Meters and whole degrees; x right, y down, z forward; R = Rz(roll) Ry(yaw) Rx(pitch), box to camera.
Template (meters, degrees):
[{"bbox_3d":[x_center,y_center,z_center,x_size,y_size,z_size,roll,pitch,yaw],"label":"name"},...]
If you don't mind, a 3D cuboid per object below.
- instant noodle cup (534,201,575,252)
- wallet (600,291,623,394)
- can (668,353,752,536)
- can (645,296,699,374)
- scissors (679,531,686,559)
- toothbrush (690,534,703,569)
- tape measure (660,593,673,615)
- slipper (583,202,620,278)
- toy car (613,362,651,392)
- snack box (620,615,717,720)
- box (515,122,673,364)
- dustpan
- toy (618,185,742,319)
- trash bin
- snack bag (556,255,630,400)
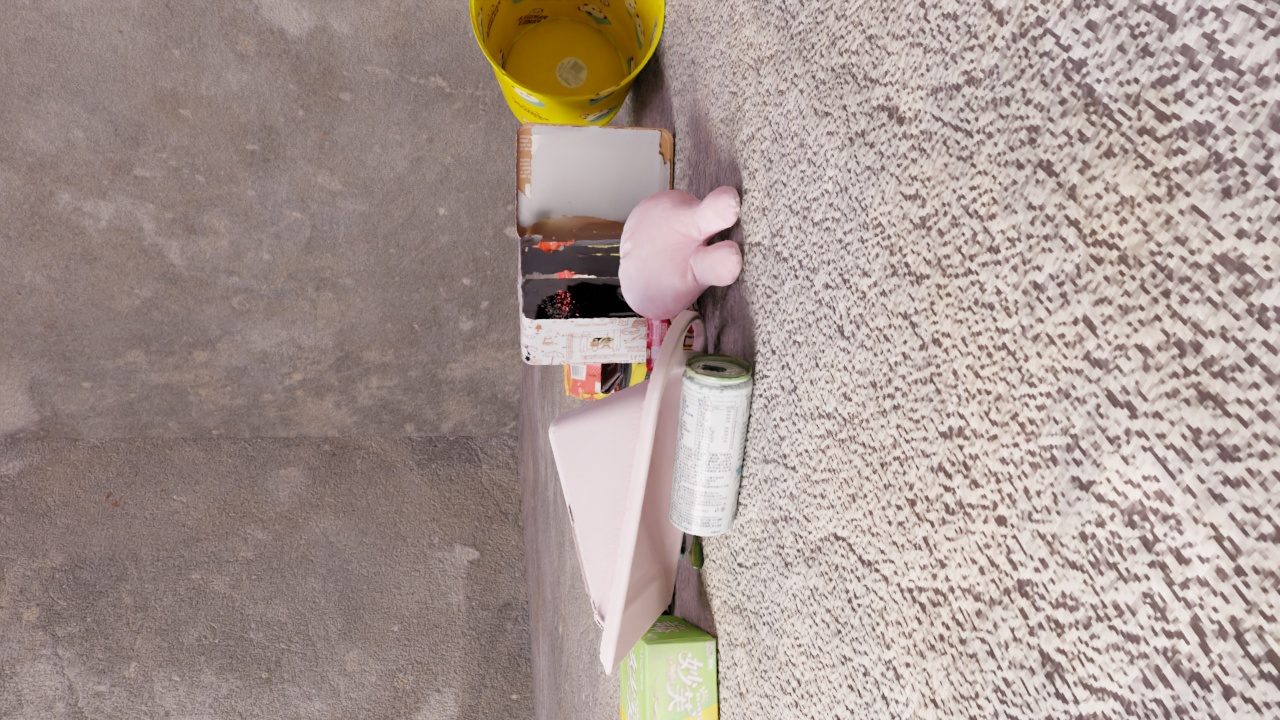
[{"bbox_3d":[-0.098,-0.253,1.416,0.188,0.079,0.165,-56,-20,-50],"label":"instant noodle cup"},{"bbox_3d":[-0.033,-0.028,1.141,0.096,0.020,0.122,126,145,-71],"label":"wallet"},{"bbox_3d":[0.058,0.071,0.768,0.058,0.058,0.147,-115,28,-66],"label":"can"},{"bbox_3d":[0.032,-0.052,0.916,0.053,0.053,0.132,-177,88,-79],"label":"can"},{"bbox_3d":[0.024,0.167,0.994,0.179,0.019,0.173,-126,24,-61],"label":"scissors"},{"bbox_3d":[0.051,0.116,0.924,0.017,0.012,0.185,89,178,-74],"label":"toothbrush"},{"bbox_3d":[0.016,0.264,1.043,0.066,0.033,0.066,-134,48,-77],"label":"tape measure"},{"bbox_3d":[-0.034,-0.181,1.182,0.082,0.091,0.190,167,100,-81],"label":"slipper"},{"bbox_3d":[-0.007,0.007,1.141,0.071,0.041,0.156,-105,24,-65],"label":"toy car"},{"bbox_3d":[0.025,0.366,0.897,0.158,0.070,0.210,143,126,-77],"label":"snack box"},{"bbox_3d":[-0.048,-0.128,1.016,0.124,0.178,0.273,120,148,-72],"label":"box"},{"bbox_3d":[0.025,0.105,0.800,0.222,0.139,0.273,-12,-96,-76],"label":"dustpan"},{"bbox_3d":[0.037,-0.100,0.834,0.160,0.054,0.121,-5,83,52],"label":"toy"},{"bbox_3d":[-0.097,-0.412,1.200,0.255,0.229,0.229,151,119,-84],"label":"trash bin"},{"bbox_3d":[-0.058,-0.049,1.258,0.073,0.129,0.208,-18,-71,-64],"label":"snack bag"}]
